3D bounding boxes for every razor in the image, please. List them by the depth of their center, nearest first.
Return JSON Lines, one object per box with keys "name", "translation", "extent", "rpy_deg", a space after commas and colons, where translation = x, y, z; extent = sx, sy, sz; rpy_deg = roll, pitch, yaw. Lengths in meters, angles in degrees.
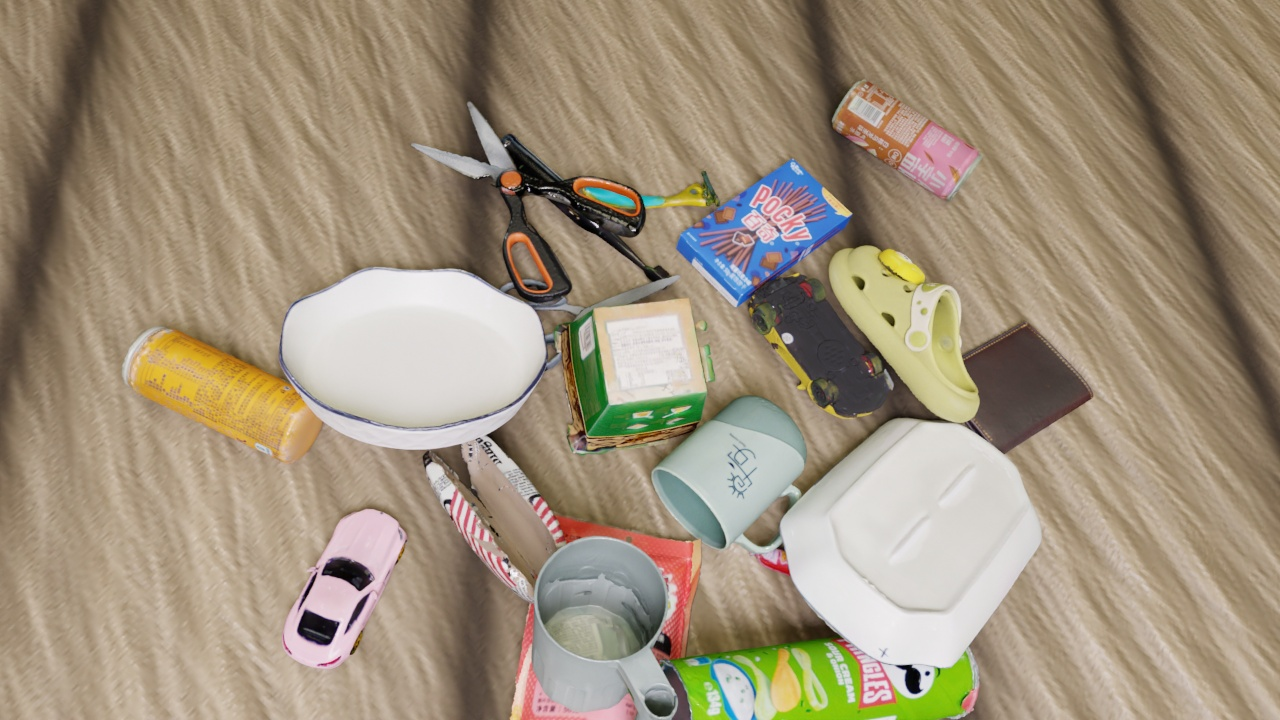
{"name": "razor", "translation": [0.009, -0.159, 0.879], "extent": [0.132, 0.028, 0.043], "rpy_deg": [-4, 50, -16]}

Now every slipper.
{"name": "slipper", "translation": [0.247, -0.036, 0.808], "extent": [0.091, 0.082, 0.190], "rpy_deg": [4, 49, -52]}

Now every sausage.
{"name": "sausage", "translation": [0.162, 0.178, 0.740], "extent": [0.156, 0.020, 0.020], "rpy_deg": [19, 62, 2]}

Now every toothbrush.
{"name": "toothbrush", "translation": [-0.052, -0.139, 0.863], "extent": [0.212, 0.026, 0.027], "rpy_deg": [41, 44, 9]}

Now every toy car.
{"name": "toy car", "translation": [-0.219, 0.166, 0.681], "extent": [0.056, 0.037, 0.122], "rpy_deg": [21, 62, 1]}
{"name": "toy car", "translation": [0.157, -0.012, 0.820], "extent": [0.071, 0.041, 0.156], "rpy_deg": [-28, 68, -20]}

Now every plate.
{"name": "plate", "translation": [0.223, 0.125, 0.720], "extent": [0.162, 0.034, 0.264], "rpy_deg": [42, 47, 21]}
{"name": "plate", "translation": [-0.177, -0.003, 0.728], "extent": [0.205, 0.046, 0.204], "rpy_deg": [7, 38, -6]}

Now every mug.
{"name": "mug", "translation": [-0.021, 0.191, 0.594], "extent": [0.083, 0.104, 0.124], "rpy_deg": [-19, 58, -23]}
{"name": "mug", "translation": [0.084, 0.096, 0.736], "extent": [0.106, 0.082, 0.111], "rpy_deg": [-39, 87, -24]}

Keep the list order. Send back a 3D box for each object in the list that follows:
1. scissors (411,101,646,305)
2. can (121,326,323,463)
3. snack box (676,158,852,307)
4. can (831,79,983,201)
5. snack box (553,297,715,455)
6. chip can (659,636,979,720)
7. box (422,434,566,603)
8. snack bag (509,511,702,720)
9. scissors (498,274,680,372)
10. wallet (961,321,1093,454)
{"name": "scissors", "translation": [-0.098, -0.149, 0.839], "extent": [0.223, 0.022, 0.220], "rpy_deg": [-6, 67, -8]}
{"name": "can", "translation": [-0.325, 0.026, 0.722], "extent": [0.146, 0.058, 0.058], "rpy_deg": [24, 63, 4]}
{"name": "snack box", "translation": [0.120, -0.125, 0.880], "extent": [0.156, 0.026, 0.084], "rpy_deg": [-36, 73, -22]}
{"name": "can", "translation": [0.270, -0.224, 0.934], "extent": [0.147, 0.058, 0.057], "rpy_deg": [36, 64, 10]}
{"name": "snack box", "translation": [-0.004, 0.004, 0.742], "extent": [0.117, 0.106, 0.118], "rpy_deg": [-8, 76, -12]}
{"name": "chip can", "translation": [0.124, 0.234, 0.649], "extent": [0.235, 0.072, 0.072], "rpy_deg": [0, 63, -22]}
{"name": "box", "translation": [-0.097, 0.109, 0.685], "extent": [0.079, 0.074, 0.163], "rpy_deg": [-39, 44, -13]}
{"name": "snack bag", "translation": [-0.028, 0.217, 0.671], "extent": [0.128, 0.073, 0.207], "rpy_deg": [10, 58, -1]}
{"name": "scissors", "translation": [-0.048, -0.040, 0.816], "extent": [0.159, 0.014, 0.171], "rpy_deg": [30, 65, 10]}
{"name": "wallet", "translation": [0.341, 0.024, 0.844], "extent": [0.122, 0.020, 0.096], "rpy_deg": [-26, 65, -18]}
